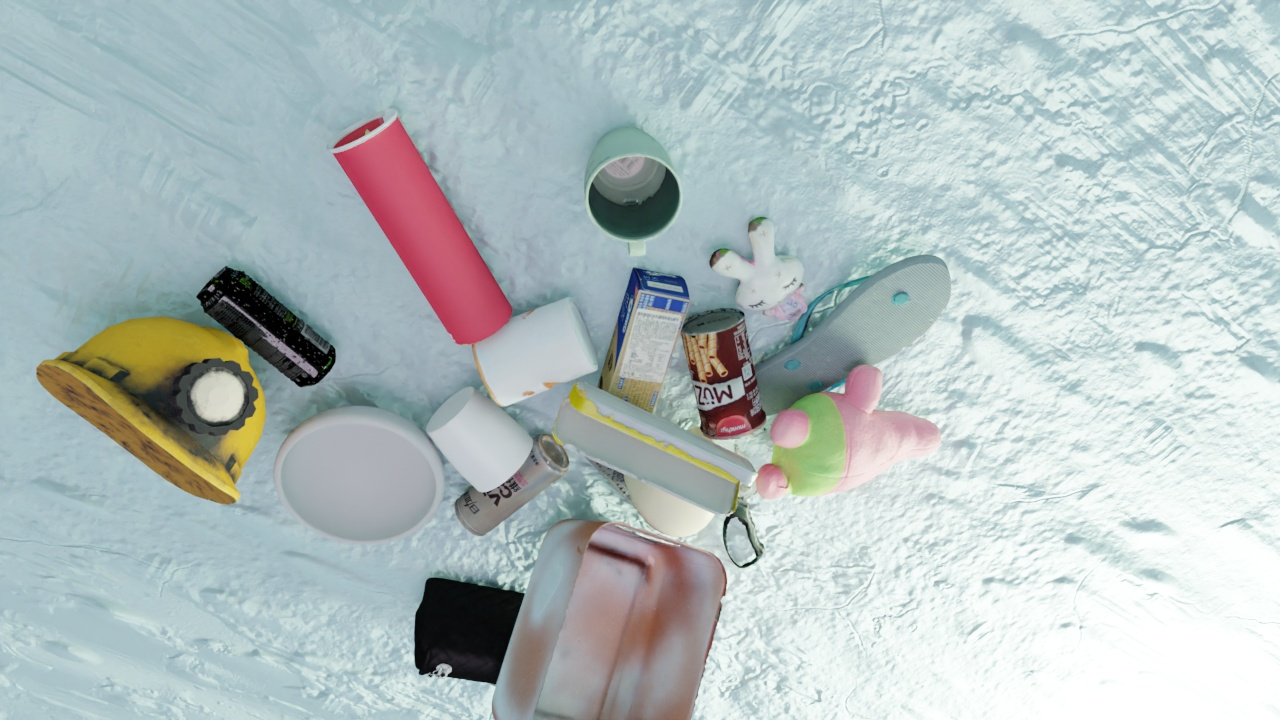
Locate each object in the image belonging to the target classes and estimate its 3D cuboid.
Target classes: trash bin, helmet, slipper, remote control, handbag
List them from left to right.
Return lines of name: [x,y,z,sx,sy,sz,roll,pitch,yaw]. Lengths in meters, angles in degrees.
helmet: [-0.437,0.029,0.874,0.256,0.131,0.205,-3,137,49]
handbag: [-0.203,0.349,1.117,0.153,0.125,0.115,17,119,-16]
trash bin: [-0.041,0.319,1.028,0.181,0.158,0.259,23,74,-24]
remote control: [-0.021,0.134,1.065,0.033,0.013,0.136,-32,119,14]
slipper: [0.213,-0.026,0.974,0.098,0.054,0.270,34,124,-26]

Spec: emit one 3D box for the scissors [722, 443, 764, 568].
scissors: [0.158,0.173,1.107,0.201,0.015,0.204,-8,124,-1]

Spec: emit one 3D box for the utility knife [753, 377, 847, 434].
utility knife: [0.199,0.036,1.026,0.177,0.015,0.022,-37,119,20]

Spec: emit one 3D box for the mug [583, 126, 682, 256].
mug: [-0.009,-0.151,0.834,0.084,0.104,0.111,-6,122,-2]

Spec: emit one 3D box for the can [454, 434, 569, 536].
can: [-0.144,0.140,1.034,0.136,0.054,0.054,-38,118,17]

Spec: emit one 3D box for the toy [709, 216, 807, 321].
toy: [0.128,-0.083,0.930,0.079,0.038,0.122,-39,120,10]

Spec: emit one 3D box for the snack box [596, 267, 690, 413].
snack box: [-0.006,0.006,0.963,0.056,0.057,0.207,10,119,-13]

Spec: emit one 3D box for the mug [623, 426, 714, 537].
mug: [0.045,0.133,1.013,0.096,0.099,0.120,27,107,-25]

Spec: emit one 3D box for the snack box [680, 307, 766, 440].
snack box: [0.085,0.014,0.953,0.072,0.072,0.121,-13,111,3]

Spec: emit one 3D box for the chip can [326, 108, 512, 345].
chip can: [-0.200,-0.119,0.858,0.069,0.069,0.221,-22,122,8]

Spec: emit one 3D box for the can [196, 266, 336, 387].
can: [-0.366,-0.031,0.905,0.054,0.053,0.137,-36,118,16]

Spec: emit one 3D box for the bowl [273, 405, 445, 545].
bowl: [-0.300,0.115,0.995,0.176,0.066,0.177,-2,122,-4]

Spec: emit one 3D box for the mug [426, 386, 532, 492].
mug: [-0.185,0.086,0.991,0.114,0.080,0.087,-19,121,43]

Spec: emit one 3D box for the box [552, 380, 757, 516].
box: [0.017,0.086,0.934,0.210,0.067,0.070,25,120,-11]

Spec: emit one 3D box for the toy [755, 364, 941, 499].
toy: [0.230,0.087,1.006,0.236,0.096,0.192,-4,132,-23]

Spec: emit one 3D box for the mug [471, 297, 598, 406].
mug: [-0.106,-0.009,0.928,0.105,0.082,0.082,-20,122,6]
